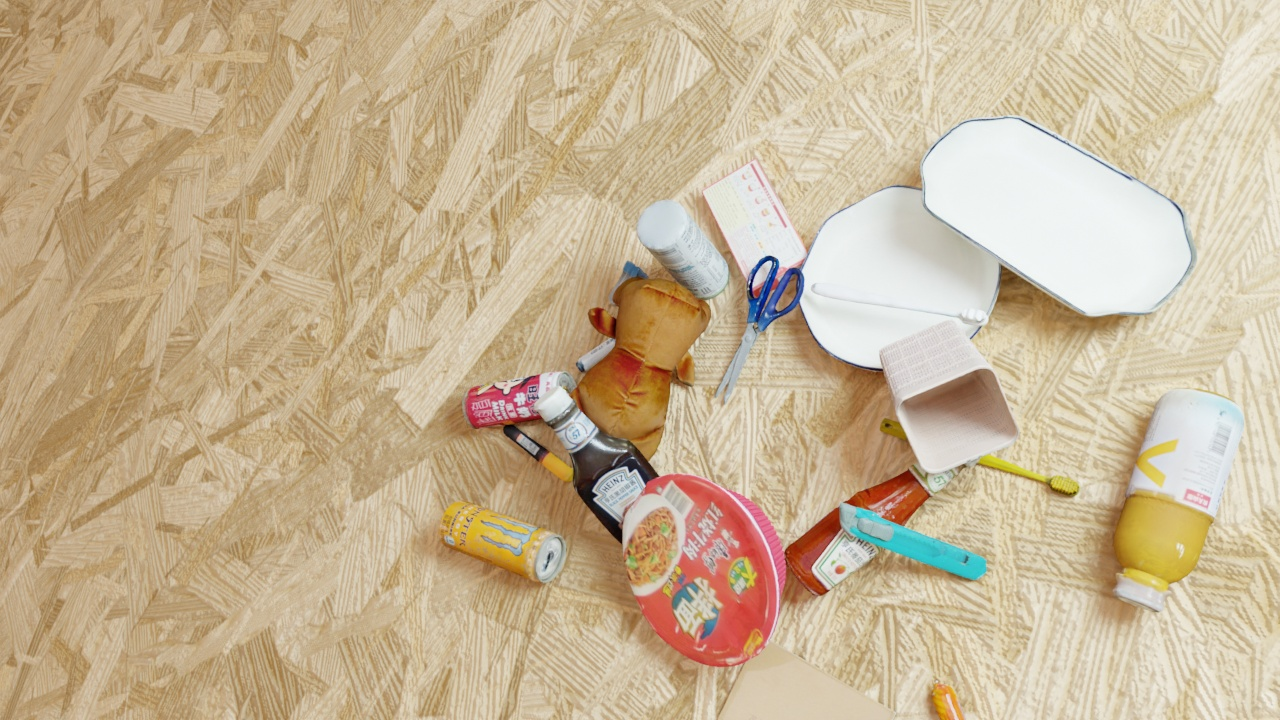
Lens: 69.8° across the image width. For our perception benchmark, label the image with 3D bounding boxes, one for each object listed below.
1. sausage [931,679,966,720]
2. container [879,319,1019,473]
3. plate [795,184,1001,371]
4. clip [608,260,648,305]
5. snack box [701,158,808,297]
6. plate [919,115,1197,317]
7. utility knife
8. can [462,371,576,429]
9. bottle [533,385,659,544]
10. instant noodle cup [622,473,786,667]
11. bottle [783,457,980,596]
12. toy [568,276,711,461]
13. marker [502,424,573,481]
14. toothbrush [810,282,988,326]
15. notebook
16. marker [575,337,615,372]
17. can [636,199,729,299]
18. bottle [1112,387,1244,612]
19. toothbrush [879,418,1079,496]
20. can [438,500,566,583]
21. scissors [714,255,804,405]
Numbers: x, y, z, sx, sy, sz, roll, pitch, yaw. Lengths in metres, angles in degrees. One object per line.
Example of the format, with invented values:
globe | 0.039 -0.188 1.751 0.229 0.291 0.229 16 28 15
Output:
sausage | 0.290 0.358 0.793 0.021 0.021 0.165 -25 62 15
container | 0.278 0.028 0.847 0.090 0.090 0.110 -25 25 15
plate | 0.268 -0.081 0.956 0.205 0.045 0.204 -9 68 24
clip | -0.018 -0.091 1.116 0.027 0.045 0.058 41 97 30
snack box | 0.134 -0.154 1.059 0.077 0.027 0.155 -29 61 14
plate | 0.395 -0.138 0.891 0.266 0.034 0.161 39 73 22
utility knife | 0.250 0.168 0.844 0.151 0.012 0.029 21 96 -3
can | -0.145 0.048 1.104 0.133 0.053 0.053 -11 67 22
bottle | -0.039 0.111 0.965 0.080 0.044 0.195 -35 103 9
instant noodle cup | 0.072 0.197 0.903 0.194 0.065 0.194 12 108 41
bottle | 0.232 0.145 0.878 0.206 0.059 0.059 -40 59 9
toy | -0.006 0.006 1.016 0.140 0.130 0.199 21 81 -2
marker | -0.122 0.109 1.094 0.124 0.015 0.018 32 85 34
toothbrush | 0.254 -0.059 0.918 0.180 0.016 0.016 14 76 30
notebook | 0.129 0.391 0.867 0.150 0.012 0.211 23 82 32
marker | -0.022 -0.028 1.094 0.131 0.018 0.022 -34 52 11
can | 0.050 -0.120 1.017 0.058 0.146 0.058 -9 68 22
bottle | 0.450 0.118 0.778 0.068 0.068 0.189 18 80 30
toothbrush | 0.321 0.091 0.881 0.190 0.016 0.015 19 83 30
can | -0.159 0.206 1.049 0.146 0.058 0.058 13 77 29
scissors | 0.117 -0.037 1.010 0.174 0.012 0.124 -43 54 28
